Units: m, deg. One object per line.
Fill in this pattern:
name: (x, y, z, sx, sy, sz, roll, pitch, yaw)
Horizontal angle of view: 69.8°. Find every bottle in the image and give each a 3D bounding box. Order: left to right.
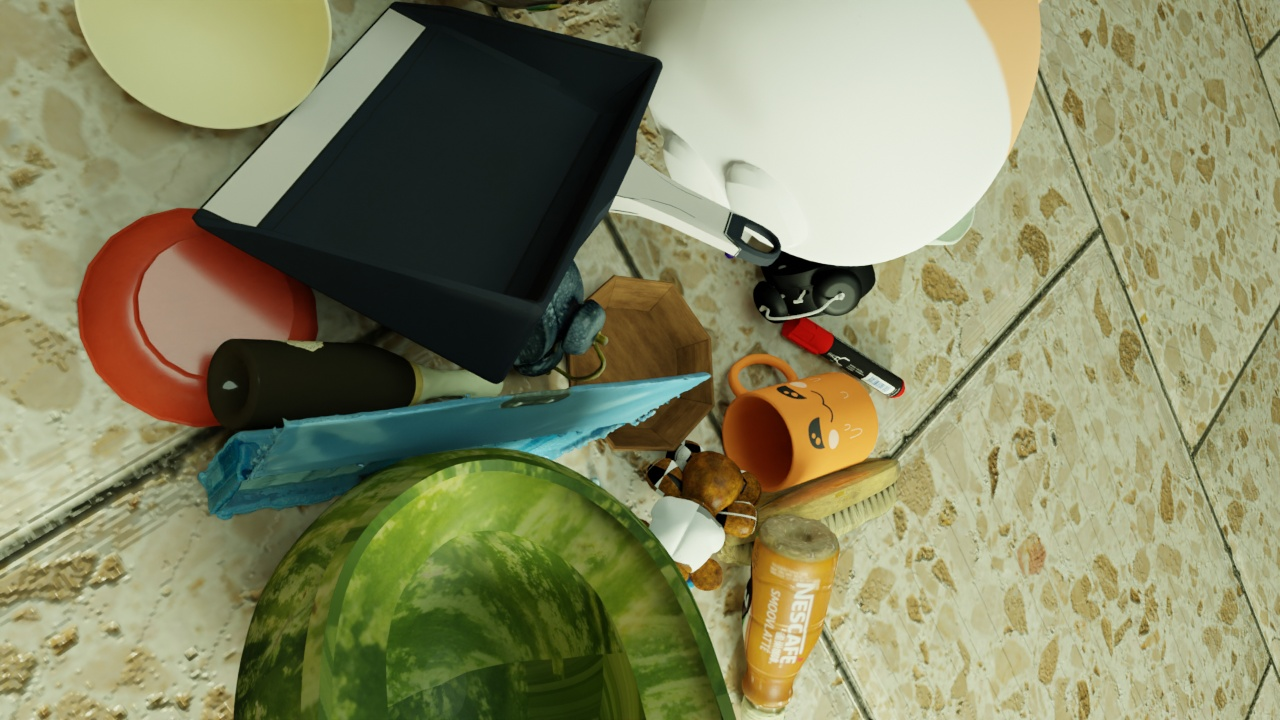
bottle: (-0.148, 0.013, 0.524, 0.184, 0.045, 0.045, 2, 82, -55)
bottle: (0.101, 0.195, 0.665, 0.059, 0.059, 0.167, -8, 115, -37)

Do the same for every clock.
clock: (-0.073, -0.034, 0.577, 0.129, 0.090, 0.052, 51, 52, -12)
clock: (0.141, -0.066, 0.739, 0.120, 0.091, 0.042, -51, 124, -45)

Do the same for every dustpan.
dustpan: (-0.056, -0.106, 0.517, 0.273, 0.080, 0.235, 29, 49, -10)

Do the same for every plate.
plate: (-0.004, 0.004, 0.659, 0.131, 0.025, 0.131, 7, 77, -33)

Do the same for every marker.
marker: (0.180, -0.001, 0.802, 0.145, 0.021, 0.023, 28, 90, -30)

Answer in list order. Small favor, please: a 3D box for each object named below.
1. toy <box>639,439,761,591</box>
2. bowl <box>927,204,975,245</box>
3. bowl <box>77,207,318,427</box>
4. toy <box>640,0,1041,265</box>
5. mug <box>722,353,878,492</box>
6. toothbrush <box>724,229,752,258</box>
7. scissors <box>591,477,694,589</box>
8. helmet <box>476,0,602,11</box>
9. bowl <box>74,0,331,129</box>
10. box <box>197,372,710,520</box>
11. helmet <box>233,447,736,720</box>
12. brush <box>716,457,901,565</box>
toy: (0.034, 0.112, 0.643, 0.087, 0.067, 0.112, 29, 72, 6)
bowl: (0.252, -0.159, 0.851, 0.117, 0.061, 0.117, 6, 80, -35)
bowl: (-0.230, -0.026, 0.493, 0.121, 0.035, 0.122, 6, 80, -36)
toy: (0.146, -0.206, 0.644, 0.280, 0.263, 0.266, -46, 136, -9)
mug: (0.116, 0.041, 0.724, 0.095, 0.078, 0.112, -11, 59, -37)
toothbrush: (0.114, -0.156, 0.778, 0.015, 0.016, 0.186, 43, 61, -24)
scissors: (-0.005, 0.141, 0.652, 0.127, 0.012, 0.137, -19, 93, -37)
helmet: (-0.045, -0.314, 0.539, 0.224, 0.237, 0.192, -12, 86, -20)
bowl: (-0.227, -0.194, 0.489, 0.118, 0.118, 0.074, 21, 29, -33)
box: (-0.098, 0.038, 0.496, 0.231, 0.175, 0.033, -5, 77, -38)
helmet: (-0.082, 0.166, 0.449, 0.213, 0.248, 0.243, -6, 52, -23)
brush: (0.136, 0.117, 0.728, 0.195, 0.059, 0.043, -15, 103, -32)
